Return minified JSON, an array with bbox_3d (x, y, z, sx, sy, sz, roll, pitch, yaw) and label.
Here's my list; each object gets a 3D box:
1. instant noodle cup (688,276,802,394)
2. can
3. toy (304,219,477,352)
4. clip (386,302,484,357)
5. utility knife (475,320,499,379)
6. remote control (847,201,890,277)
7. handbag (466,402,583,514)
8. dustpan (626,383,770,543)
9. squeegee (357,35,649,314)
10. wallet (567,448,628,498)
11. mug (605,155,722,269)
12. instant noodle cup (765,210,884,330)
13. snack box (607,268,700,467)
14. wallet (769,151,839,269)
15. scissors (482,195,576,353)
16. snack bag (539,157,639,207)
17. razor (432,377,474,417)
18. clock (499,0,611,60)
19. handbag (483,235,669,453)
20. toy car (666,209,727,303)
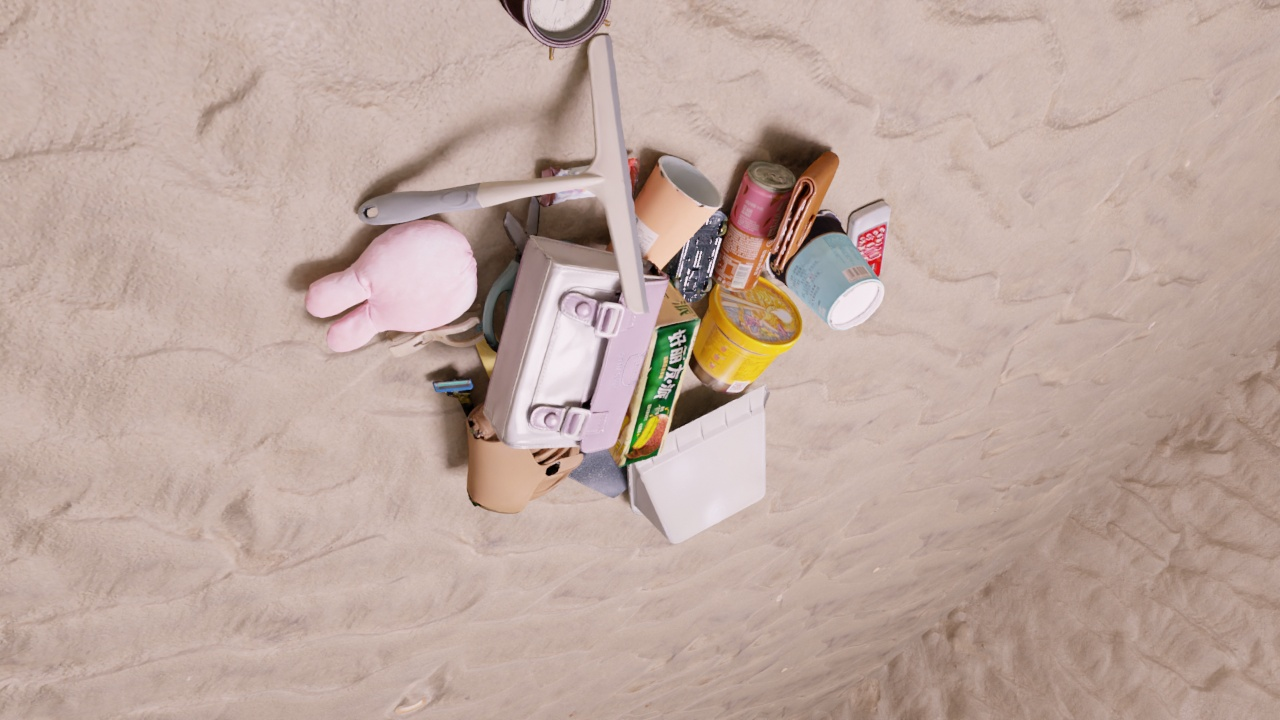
[{"bbox_3d":[0.121,-0.028,1.132,0.118,0.118,0.115,-6,144,-32],"label":"instant noodle cup"},{"bbox_3d":[0.125,-0.148,1.033,0.057,0.058,0.148,-11,139,-28],"label":"can"},{"bbox_3d":[-0.231,-0.068,0.864,0.159,0.054,0.121,-24,136,-13],"label":"toy"},{"bbox_3d":[-0.207,-0.044,0.944,0.104,0.089,0.035,-4,148,13],"label":"clip"},{"bbox_3d":[-0.159,0.008,1.038,0.031,0.019,0.175,-30,153,-13],"label":"utility knife"},{"bbox_3d":[0.294,-0.147,1.194,0.055,0.020,0.136,-23,144,-11],"label":"remote control"},{"bbox_3d":[-0.132,0.100,1.083,0.147,0.100,0.205,-28,153,-27],"label":"handbag"},{"bbox_3d":[0.073,0.149,1.347,0.222,0.142,0.258,-25,125,-16],"label":"dustpan"},{"bbox_3d":[-0.129,-0.146,0.801,0.246,0.246,0.039,-8,-174,0],"label":"squeegee"},{"bbox_3d":[-0.039,0.144,1.275,0.097,0.019,0.120,-39,136,16],"label":"wallet"},{"bbox_3d":[0.018,-0.140,0.952,0.078,0.078,0.123,7,133,-42],"label":"mug"},{"bbox_3d":[0.229,-0.102,1.112,0.111,0.120,0.111,-21,144,-16],"label":"instant noodle cup"},{"bbox_3d":[-0.006,0.006,1.070,0.063,0.114,0.241,-15,141,-25],"label":"snack box"},{"bbox_3d":[0.179,-0.167,1.008,0.131,0.031,0.108,-46,159,-58],"label":"wallet"},{"bbox_3d":[-0.118,-0.076,0.929,0.176,0.019,0.174,-52,148,-11],"label":"scissors"},{"bbox_3d":[-0.050,-0.175,0.897,0.105,0.026,0.045,-12,142,-23],"label":"snack bag"},{"bbox_3d":[-0.200,0.054,1.062,0.043,0.022,0.143,-4,148,4],"label":"razor"},{"bbox_3d":[-0.071,-0.298,0.710,0.082,0.055,0.122,-31,143,-2],"label":"clock"},{"bbox_3d":[-0.062,-0.011,0.921,0.144,0.098,0.197,3,116,-34],"label":"handbag"},{"bbox_3d":[0.059,-0.120,1.039,0.054,0.037,0.121,-4,126,-31],"label":"toy car"}]
